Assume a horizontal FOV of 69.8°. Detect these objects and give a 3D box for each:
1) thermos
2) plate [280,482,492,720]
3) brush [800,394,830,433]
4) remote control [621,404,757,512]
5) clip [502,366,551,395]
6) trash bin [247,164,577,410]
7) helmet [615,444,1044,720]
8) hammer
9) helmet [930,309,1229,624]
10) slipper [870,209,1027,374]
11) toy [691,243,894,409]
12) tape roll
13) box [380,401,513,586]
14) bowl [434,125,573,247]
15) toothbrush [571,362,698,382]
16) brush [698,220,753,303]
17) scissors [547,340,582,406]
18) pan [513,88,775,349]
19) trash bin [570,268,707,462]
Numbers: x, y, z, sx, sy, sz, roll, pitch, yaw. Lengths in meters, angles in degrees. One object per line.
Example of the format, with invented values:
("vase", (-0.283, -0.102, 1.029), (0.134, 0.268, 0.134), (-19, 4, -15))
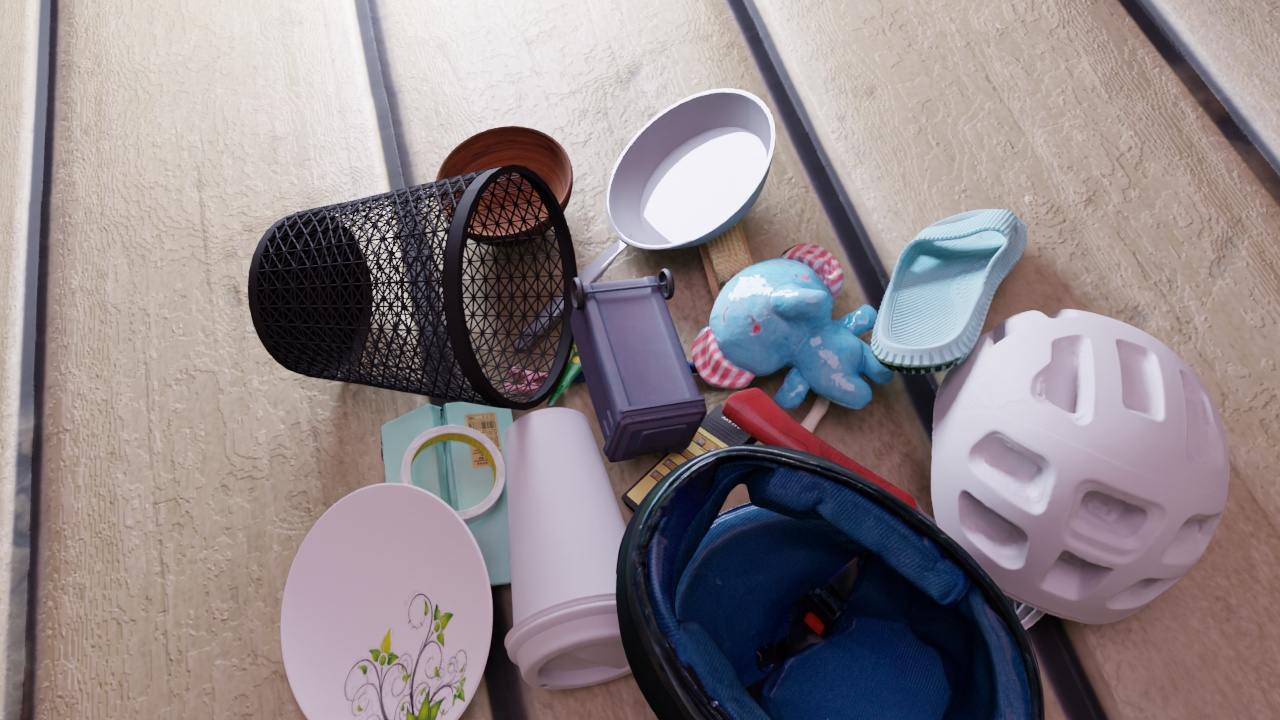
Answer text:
("thermos", (-0.063, 0.154, 0.793), (0.131, 0.132, 0.221), (-15, 55, -1))
("plate", (-0.217, 0.223, 0.799), (0.230, 0.030, 0.229), (-6, 76, 25))
("brush", (0.121, 0.101, 0.836), (0.077, 0.062, 0.271), (40, 69, 6))
("remote control", (0.047, 0.098, 0.851), (0.133, 0.013, 0.058), (-42, 42, -15))
("clip", (-0.112, 0.026, 0.916), (0.060, 0.023, 0.044), (26, 73, 20))
("trash bin", (-0.216, -0.065, 0.865), (0.244, 0.217, 0.216), (0, 62, 22))
("helmet", (0.118, 0.206, 0.665), (0.316, 0.236, 0.248), (37, 77, 3))
("hammer", (0.207, 0.122, 0.793), (0.316, 0.036, 0.126), (32, 71, 10))
("helmet", (0.367, 0.065, 0.766), (0.224, 0.184, 0.281), (29, 37, 6))
("slipper", (0.283, -0.085, 0.851), (0.116, 0.069, 0.275), (0, 36, 34))
("toy", (0.147, -0.028, 0.850), (0.183, 0.115, 0.181), (-42, 60, -18))
("tape roll", (-0.171, 0.105, 0.839), (0.094, 0.019, 0.093), (8, 58, -14))
("box", (-0.174, 0.128, 0.860), (0.138, 0.057, 0.186), (-17, 63, 5))
("bowl", (-0.142, -0.175, 0.994), (0.147, 0.069, 0.147), (-2, 62, 4))
("toothbrush", (0.018, 0.006, 0.913), (0.190, 0.016, 0.017), (-4, 56, 5))
("brush", (0.088, -0.113, 0.952), (0.049, 0.039, 0.117), (-12, 56, 1))
("scissors", (-0.055, 0.004, 0.907), (0.071, 0.014, 0.130), (14, 49, 20))
("pan", (0.001, -0.138, 0.958), (0.356, 0.051, 0.201), (-49, 46, 1))
("trash bin", (-0.005, 0.005, 0.845), (0.093, 0.092, 0.160), (-8, 59, -19))
